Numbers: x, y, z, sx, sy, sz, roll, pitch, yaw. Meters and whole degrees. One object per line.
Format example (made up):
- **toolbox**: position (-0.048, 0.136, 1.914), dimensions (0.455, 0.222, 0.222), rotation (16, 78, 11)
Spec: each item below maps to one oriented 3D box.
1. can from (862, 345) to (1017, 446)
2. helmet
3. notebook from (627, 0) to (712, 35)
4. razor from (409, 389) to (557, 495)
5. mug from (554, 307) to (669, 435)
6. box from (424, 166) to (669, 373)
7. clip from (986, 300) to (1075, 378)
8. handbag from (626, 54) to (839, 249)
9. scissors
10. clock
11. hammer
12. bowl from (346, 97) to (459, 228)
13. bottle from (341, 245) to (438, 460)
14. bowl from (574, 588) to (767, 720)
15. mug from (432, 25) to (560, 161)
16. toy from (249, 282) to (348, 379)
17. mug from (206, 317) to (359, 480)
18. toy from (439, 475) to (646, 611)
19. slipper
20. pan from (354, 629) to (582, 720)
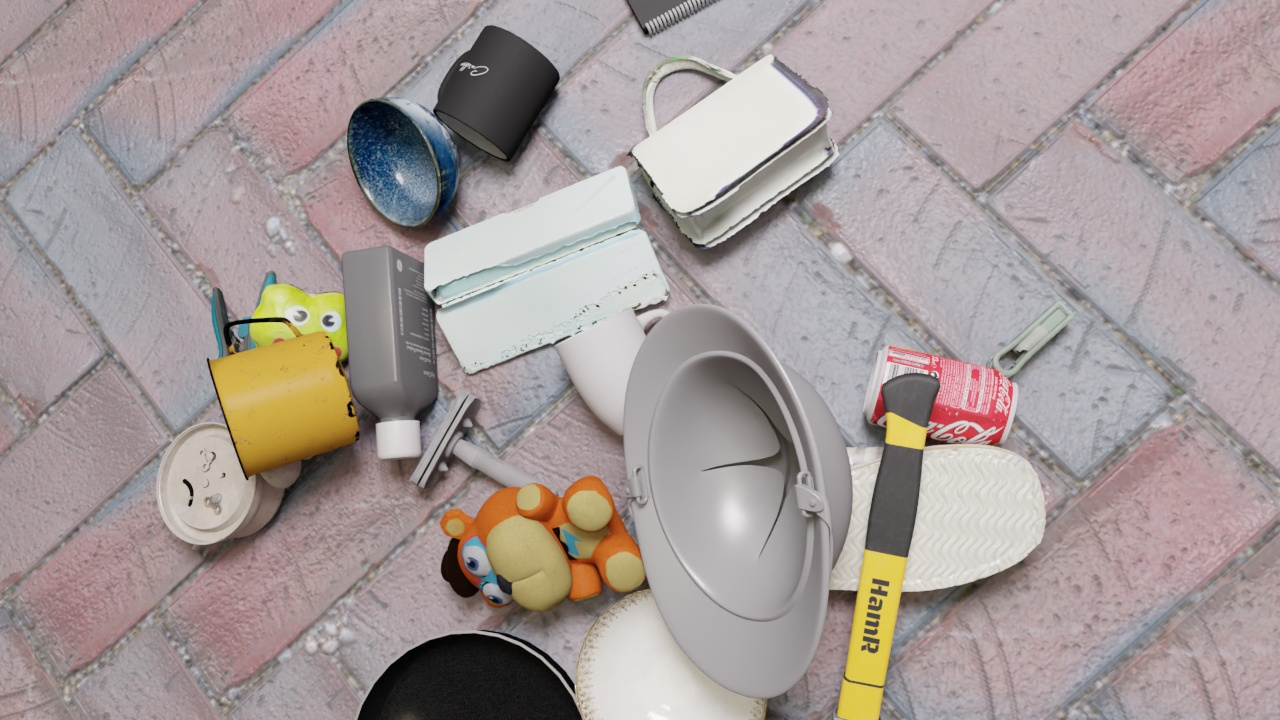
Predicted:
- **can**: position (0.231, 0.029, 0.712), dimensions (0.105, 0.064, 0.064), rotation (14, 84, 11)
- **helmet**: position (0.090, 0.090, 0.658), dimensions (0.184, 0.117, 0.271), rotation (-5, 94, 48)
- **notebook**: position (0.065, -0.403, 0.829), dimensions (0.207, 0.016, 0.149), rotation (-27, 77, 5)
- **razor**: position (-0.124, 0.091, 0.779), dimensions (0.116, 0.047, 0.088), rotation (29, 87, 5)
- **mug**: position (-0.005, 0.004, 0.761), dimensions (0.107, 0.071, 0.089), rotation (-29, 95, -25)
- **box**: position (-0.085, -0.080, 0.797), dimensions (0.197, 0.074, 0.126), rotation (-20, 99, 10)
- **clip**: position (0.307, -0.015, 0.725), dimensions (0.076, 0.042, 0.023), rotation (-42, 76, 0)
- **handbag**: position (0.063, -0.196, 0.782), dimensions (0.151, 0.074, 0.176), rotation (-36, 59, 2)
- **scissors**: position (-0.362, -0.022, 0.830), dimensions (0.124, 0.019, 0.155), rotation (22, 70, 24)
- **clock**: position (-0.345, 0.100, 0.805), dimensions (0.157, 0.061, 0.103), rotation (-24, 75, 13)
- **hammer**: position (0.180, 0.169, 0.673), dimensions (0.170, 0.034, 0.324), rotation (9, 98, 15)
- **bowl**: position (-0.198, -0.180, 0.811), dimensions (0.114, 0.060, 0.114), rotation (21, 127, 30)
- **bottle**: position (-0.211, -0.003, 0.784), dimensions (0.046, 0.083, 0.173), rotation (-7, 82, 11)
- **bowl**: position (0.027, 0.248, 0.716), dimensions (0.145, 0.063, 0.145), rotation (-2, 80, 9)
- **mug**: position (-0.137, -0.240, 0.816), dimensions (0.114, 0.078, 0.088), rotation (29, 87, 38)
- **toy**: position (-0.297, -0.006, 0.807), dimensions (0.092, 0.043, 0.118), rotation (9, 91, -33)
- **mug**: position (-0.288, 0.022, 0.740), dimensions (0.094, 0.101, 0.123), rotation (-18, 93, -22)
- **toy**: position (-0.082, 0.147, 0.730), dimensions (0.176, 0.096, 0.112), rotation (-15, 114, 34)
- **slipper**: position (0.168, 0.125, 0.714), dimensions (0.273, 0.054, 0.114), rotation (-12, 84, 17)
- **pan**: position (-0.066, 0.350, 0.727), dimensions (0.356, 0.044, 0.204), rotation (23, 86, 12)
